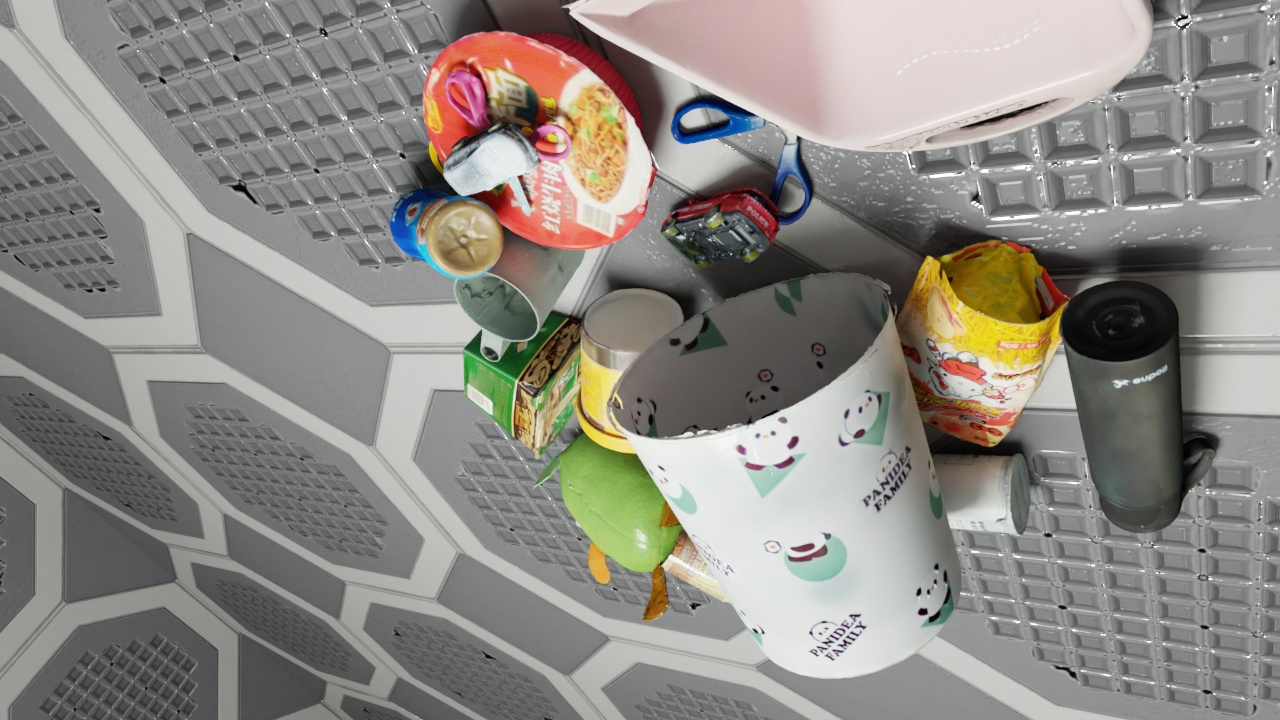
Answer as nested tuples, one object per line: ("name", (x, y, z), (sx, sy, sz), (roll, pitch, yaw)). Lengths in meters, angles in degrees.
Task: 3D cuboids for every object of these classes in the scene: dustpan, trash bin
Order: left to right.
("trash bin", (0.127, 0.095, 0.728), (0.230, 0.228, 0.252), (-7, 118, 39))
("dustpan", (0.141, -0.164, 0.476), (0.223, 0.272, 0.139), (-8, 105, 43))

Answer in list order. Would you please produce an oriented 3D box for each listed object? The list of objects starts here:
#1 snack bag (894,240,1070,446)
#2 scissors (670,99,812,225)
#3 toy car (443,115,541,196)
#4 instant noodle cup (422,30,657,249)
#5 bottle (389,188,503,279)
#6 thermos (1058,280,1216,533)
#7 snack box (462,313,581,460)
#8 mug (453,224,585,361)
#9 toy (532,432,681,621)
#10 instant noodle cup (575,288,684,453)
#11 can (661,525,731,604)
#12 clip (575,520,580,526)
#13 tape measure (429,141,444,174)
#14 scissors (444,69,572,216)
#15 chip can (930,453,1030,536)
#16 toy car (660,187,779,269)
("snack bag", (0.254, -0.002, 0.720), (0.129, 0.073, 0.208), (19, 150, 13))
("scissors", (0.100, -0.164, 0.661), (0.176, 0.012, 0.162), (6, 137, 27))
("toy car", (-0.111, -0.146, 0.671), (0.091, 0.034, 0.043), (-7, 128, 48))
("instant noodle cup", (-0.069, -0.178, 0.712), (0.194, 0.065, 0.194), (19, 142, 15))
("bottle", (-0.182, -0.116, 0.802), (0.065, 0.065, 0.219), (51, 168, -27))
("thermos", (0.366, 0.038, 0.667), (0.090, 0.068, 0.242), (-30, 134, 9))
("snack box", (-0.119, 0.013, 0.935), (0.105, 0.117, 0.118), (25, 141, 13))
("mug", (-0.109, -0.070, 0.836), (0.083, 0.103, 0.124), (26, 145, 3))
("toy", (-0.018, 0.155, 1.000), (0.247, 0.089, 0.227), (38, 116, 46))
("instant noodle cup", (-0.005, 0.005, 0.853), (0.118, 0.118, 0.115), (14, 134, 20))
("can", (0.074, 0.250, 1.133), (0.116, 0.058, 0.059), (29, 144, 1))
("clip", (-0.027, 0.196, 1.155), (0.100, 0.070, 0.035), (10, 142, 13))
("tape measure", (-0.153, -0.181, 0.795), (0.057, 0.028, 0.060), (-9, 129, 39))
("scissors", (-0.108, -0.163, 0.690), (0.134, 0.017, 0.134), (-13, 129, 47))
("chip can", (0.242, 0.119, 0.855), (0.215, 0.071, 0.071), (-2, 134, 36))
("toy car", (0.063, -0.105, 0.722), (0.053, 0.045, 0.121), (42, 160, -23))
